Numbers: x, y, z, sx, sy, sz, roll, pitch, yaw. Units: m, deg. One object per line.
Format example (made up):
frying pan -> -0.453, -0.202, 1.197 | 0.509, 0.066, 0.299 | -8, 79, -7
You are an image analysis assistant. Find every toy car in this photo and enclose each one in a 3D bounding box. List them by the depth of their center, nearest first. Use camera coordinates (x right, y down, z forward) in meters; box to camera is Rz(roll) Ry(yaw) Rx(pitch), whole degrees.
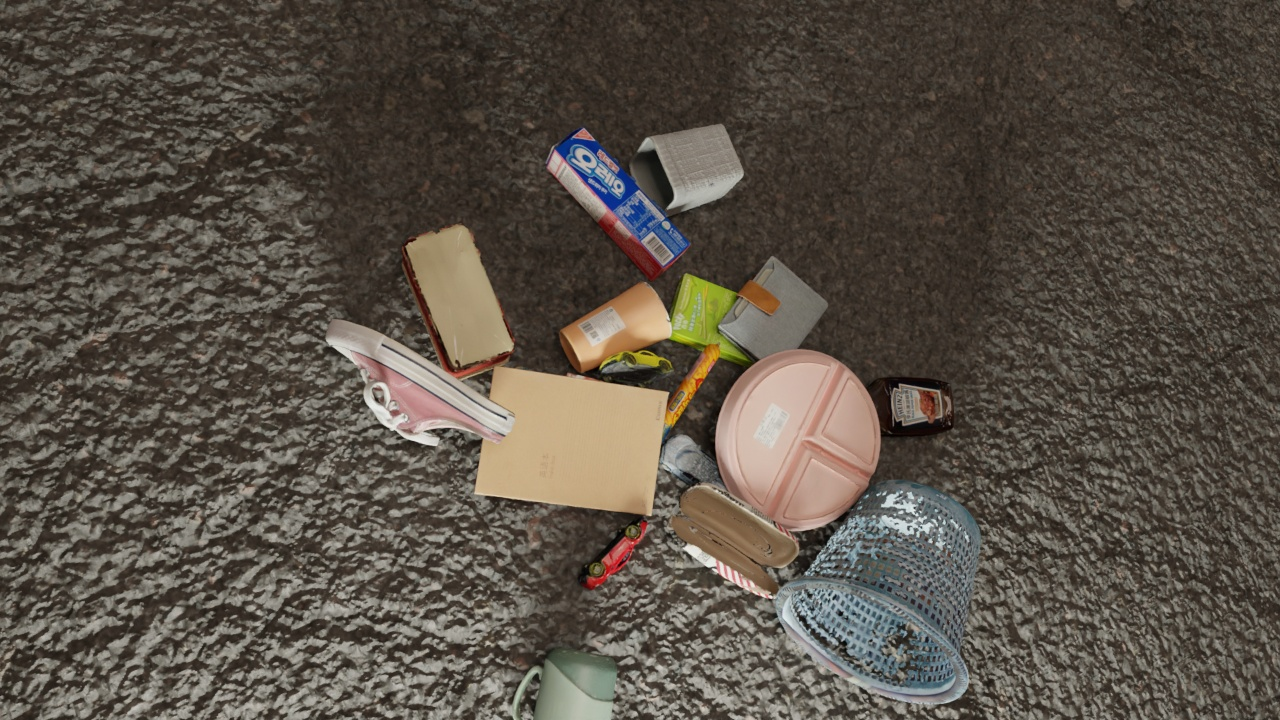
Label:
toy car -> -0.029, 0.225, 1.075 | 0.031, 0.049, 0.106 | 45, 69, -3
toy car -> -0.007, 0.007, 1.119 | 0.105, 0.048, 0.032 | 8, 57, -45
toy car -> 0.071, 0.133, 1.137 | 0.105, 0.031, 0.048 | 37, 69, -4

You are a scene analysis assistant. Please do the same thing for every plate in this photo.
plate -> 0.204, 0.100, 1.149 | 0.229, 0.028, 0.229 | 0, 90, -17

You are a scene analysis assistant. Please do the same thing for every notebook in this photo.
notebook -> -0.078, 0.095, 1.074 | 0.211, 0.012, 0.149 | 9, 84, -13

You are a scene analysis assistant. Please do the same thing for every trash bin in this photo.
trash bin -> 0.304, 0.260, 1.094 | 0.226, 0.227, 0.194 | 40, 56, -4

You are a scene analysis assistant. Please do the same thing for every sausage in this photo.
sausage -> 0.053, 0.044, 1.147 | 0.021, 0.021, 0.165 | 35, 80, -6

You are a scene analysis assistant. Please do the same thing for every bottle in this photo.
bottle -> 0.322, 0.062, 1.222 | 0.194, 0.044, 0.079 | 1, 80, -15

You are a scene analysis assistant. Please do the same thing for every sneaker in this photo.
sneaker -> -0.258, 0.037, 1.019 | 0.241, 0.118, 0.087 | 30, 83, 7

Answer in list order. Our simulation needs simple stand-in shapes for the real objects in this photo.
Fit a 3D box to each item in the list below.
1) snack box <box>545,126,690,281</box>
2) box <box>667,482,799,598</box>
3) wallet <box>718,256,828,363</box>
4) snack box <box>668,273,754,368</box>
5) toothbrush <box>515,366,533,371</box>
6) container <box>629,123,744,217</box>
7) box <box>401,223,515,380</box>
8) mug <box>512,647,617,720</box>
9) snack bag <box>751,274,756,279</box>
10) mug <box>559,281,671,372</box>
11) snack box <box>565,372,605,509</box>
snack box -> -0.030, -0.200, 1.172 | 0.207, 0.058, 0.057 | 47, 69, -2
box -> 0.115, 0.212, 1.106 | 0.162, 0.076, 0.087 | 32, 99, -5
wallet -> 0.171, -0.059, 1.180 | 0.106, 0.037, 0.129 | 41, 68, -4
snack box -> 0.114, -0.046, 1.195 | 0.156, 0.026, 0.085 | 19, 72, -12
toothbrush -> -0.063, 0.053, 1.094 | 0.191, 0.018, 0.016 | 28, 72, -8
container -> 0.062, -0.248, 1.197 | 0.114, 0.090, 0.090 | -20, 84, -23
box -> -0.212, -0.070, 1.076 | 0.091, 0.078, 0.168 | -21, 84, -19
mug -> -0.085, 0.374, 1.012 | 0.112, 0.082, 0.106 | 5, 74, 17
snack bag -> 0.197, -0.087, 1.229 | 0.105, 0.026, 0.045 | 43, 66, -5
mug -> -0.033, -0.037, 1.125 | 0.122, 0.078, 0.078 | -27, 86, -16
snack box -> -0.071, 0.097, 1.106 | 0.075, 0.025, 0.152 | 15, 73, -12
